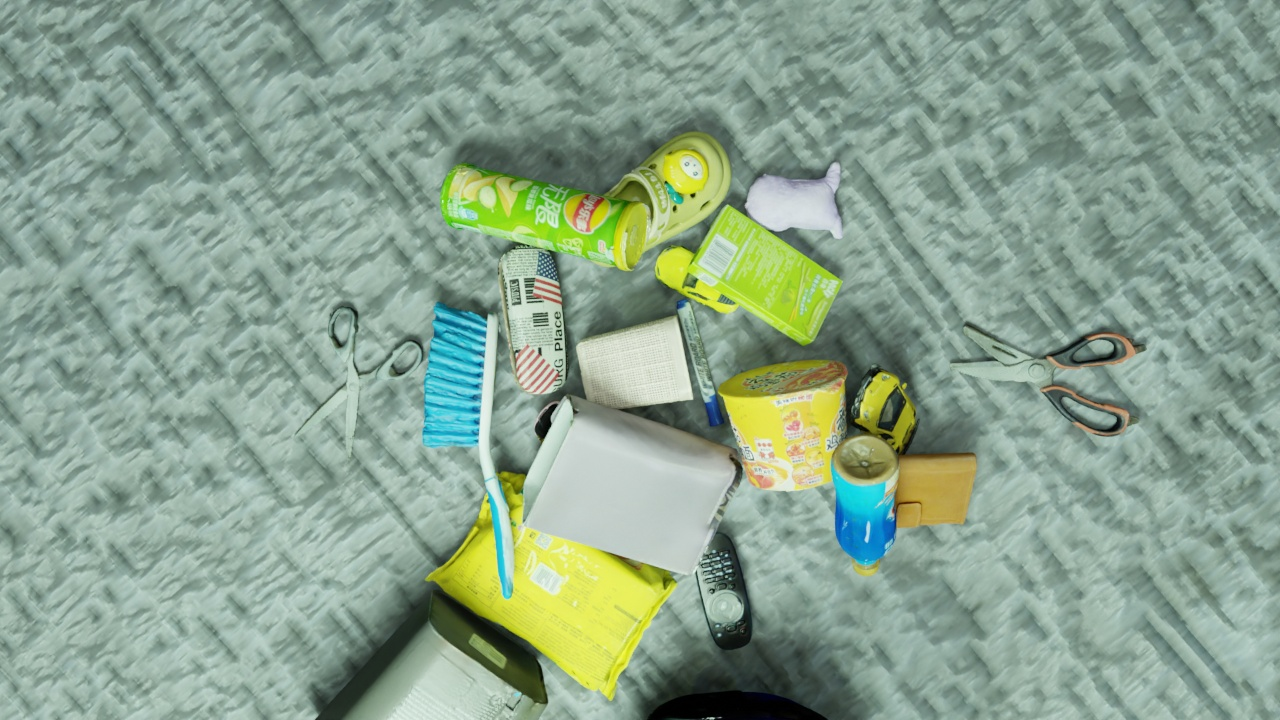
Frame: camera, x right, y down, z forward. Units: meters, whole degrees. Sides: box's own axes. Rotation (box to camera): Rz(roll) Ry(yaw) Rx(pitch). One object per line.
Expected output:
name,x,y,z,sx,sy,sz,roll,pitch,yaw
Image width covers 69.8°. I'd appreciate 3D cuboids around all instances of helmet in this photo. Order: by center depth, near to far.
helmet,0.118,0.458,0.933,0.316,0.240,0.247,-14,92,11

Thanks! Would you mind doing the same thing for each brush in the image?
brush,-0.180,0.091,0.976,0.109,0.061,0.314,5,75,-9

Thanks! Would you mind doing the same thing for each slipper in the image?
slipper,0.015,-0.170,0.984,0.190,0.081,0.091,-35,95,4

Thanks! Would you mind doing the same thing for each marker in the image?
marker,0.066,0.002,1.024,0.017,0.017,0.146,-16,93,0

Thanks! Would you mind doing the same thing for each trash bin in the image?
trash bin,-0.225,0.385,0.958,0.199,0.199,0.219,39,87,-10

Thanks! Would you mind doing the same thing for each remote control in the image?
remote control,0.092,0.258,1.035,0.053,0.024,0.136,-13,94,-1

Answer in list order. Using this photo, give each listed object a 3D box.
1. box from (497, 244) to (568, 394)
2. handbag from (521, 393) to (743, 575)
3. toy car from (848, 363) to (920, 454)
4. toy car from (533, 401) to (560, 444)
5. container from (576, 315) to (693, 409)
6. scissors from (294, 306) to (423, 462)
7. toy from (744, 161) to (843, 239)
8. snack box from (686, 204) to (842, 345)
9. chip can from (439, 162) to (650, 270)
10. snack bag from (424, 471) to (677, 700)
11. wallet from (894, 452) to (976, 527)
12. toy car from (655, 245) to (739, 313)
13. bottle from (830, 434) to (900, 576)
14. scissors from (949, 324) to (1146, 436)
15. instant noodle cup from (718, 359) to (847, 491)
box,-0.112,-0.044,0.989,0.075,0.081,0.163,-6,90,-6
handbag,-0.010,0.126,0.962,0.197,0.098,0.145,19,119,-16
toy car,0.260,0.059,0.971,0.041,0.156,0.071,22,78,34
toy car,-0.062,0.092,1.020,0.122,0.037,0.056,37,98,-14
container,-0.006,0.006,0.989,0.111,0.090,0.090,-11,93,3
scissors,-0.321,0.023,1.025,0.181,0.014,0.159,-26,93,2
toy,0.168,-0.175,1.003,0.108,0.039,0.084,0,93,2
snack box,0.136,-0.092,0.994,0.156,0.026,0.085,32,71,-7
chip can,-0.103,-0.152,0.958,0.221,0.072,0.072,15,93,17
snack bag,-0.094,0.245,1.012,0.246,0.068,0.158,33,92,-1
wallet,0.292,0.143,1.001,0.132,0.031,0.108,-2,131,6
toy car,0.066,-0.090,1.012,0.105,0.032,0.048,26,93,0
bottle,0.233,0.162,0.955,0.065,0.219,0.065,-7,49,8
scissors,0.465,0.014,1.029,0.221,0.015,0.189,-27,93,2
instant noodle cup,0.159,0.070,0.975,0.138,0.138,0.110,-11,101,0
